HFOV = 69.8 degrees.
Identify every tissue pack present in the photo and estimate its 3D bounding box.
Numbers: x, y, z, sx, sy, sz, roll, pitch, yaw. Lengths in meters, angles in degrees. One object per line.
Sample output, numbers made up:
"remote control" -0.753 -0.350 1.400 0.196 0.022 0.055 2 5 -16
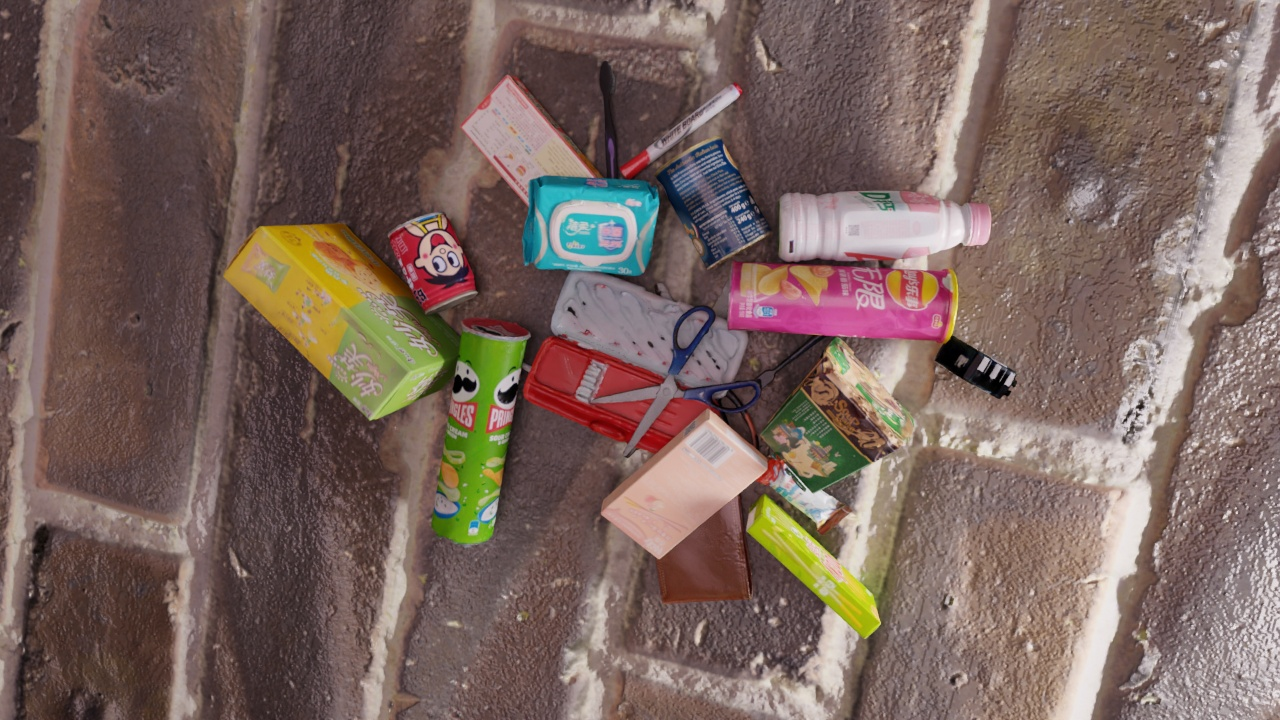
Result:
"tissue pack" -0.051 -0.135 0.919 0.133 0.050 0.093 3 121 -2

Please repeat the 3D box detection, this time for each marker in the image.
"marker" 0.041 -0.233 0.933 0.145 0.017 0.017 -35 90 13

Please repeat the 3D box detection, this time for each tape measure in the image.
"tape measure" 0.319 0.004 0.885 0.065 0.066 0.033 25 102 -29

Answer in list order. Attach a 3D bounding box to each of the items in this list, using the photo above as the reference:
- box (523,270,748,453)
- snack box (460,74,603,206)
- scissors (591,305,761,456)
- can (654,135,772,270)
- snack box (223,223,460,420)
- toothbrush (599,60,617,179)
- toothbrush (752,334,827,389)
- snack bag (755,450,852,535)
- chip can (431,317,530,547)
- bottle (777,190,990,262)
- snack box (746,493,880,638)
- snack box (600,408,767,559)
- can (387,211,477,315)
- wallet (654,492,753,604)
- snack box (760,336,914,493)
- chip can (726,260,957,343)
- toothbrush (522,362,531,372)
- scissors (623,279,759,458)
"box" -0.005 0.005 0.946 0.201 0.039 0.158 22 87 7
"snack box" -0.109 -0.211 0.952 0.077 0.027 0.156 -41 89 20
"scissors" 0.039 0.022 0.915 0.162 0.012 0.174 14 90 5
"can" 0.073 -0.154 0.906 0.075 0.075 0.111 -29 91 12
"snack box" -0.293 -0.047 0.943 0.210 0.157 0.070 44 105 3
"toothbrush" -0.030 -0.212 0.952 0.014 0.016 0.189 0 100 20
"toothbrush" 0.186 -0.028 0.933 0.181 0.018 0.015 -39 83 10
"snack bag" 0.165 0.136 0.950 0.104 0.026 0.048 42 114 3
"chip can" -0.171 0.076 0.971 0.072 0.072 0.236 14 105 8
"bottle" 0.233 -0.130 0.887 0.197 0.068 0.068 0 97 7
"snack box" 0.173 0.205 0.927 0.156 0.085 0.026 43 101 3
"snack box" 0.042 0.126 0.921 0.084 0.026 0.157 41 113 -16
"can" -0.218 -0.102 0.969 0.066 0.066 0.094 -23 92 12
"wallet" 0.063 0.197 0.975 0.101 0.032 0.124 -7 95 14
"snack box" 0.187 0.060 0.903 0.106 0.117 0.118 -43 85 24
"chip can" 0.190 -0.057 0.886 0.210 0.071 0.071 3 97 6
"toothbrush" -0.098 0.022 0.989 0.180 0.016 0.016 29 103 6
"scissors" 0.060 0.025 0.961 0.189 0.015 0.226 33 102 5
